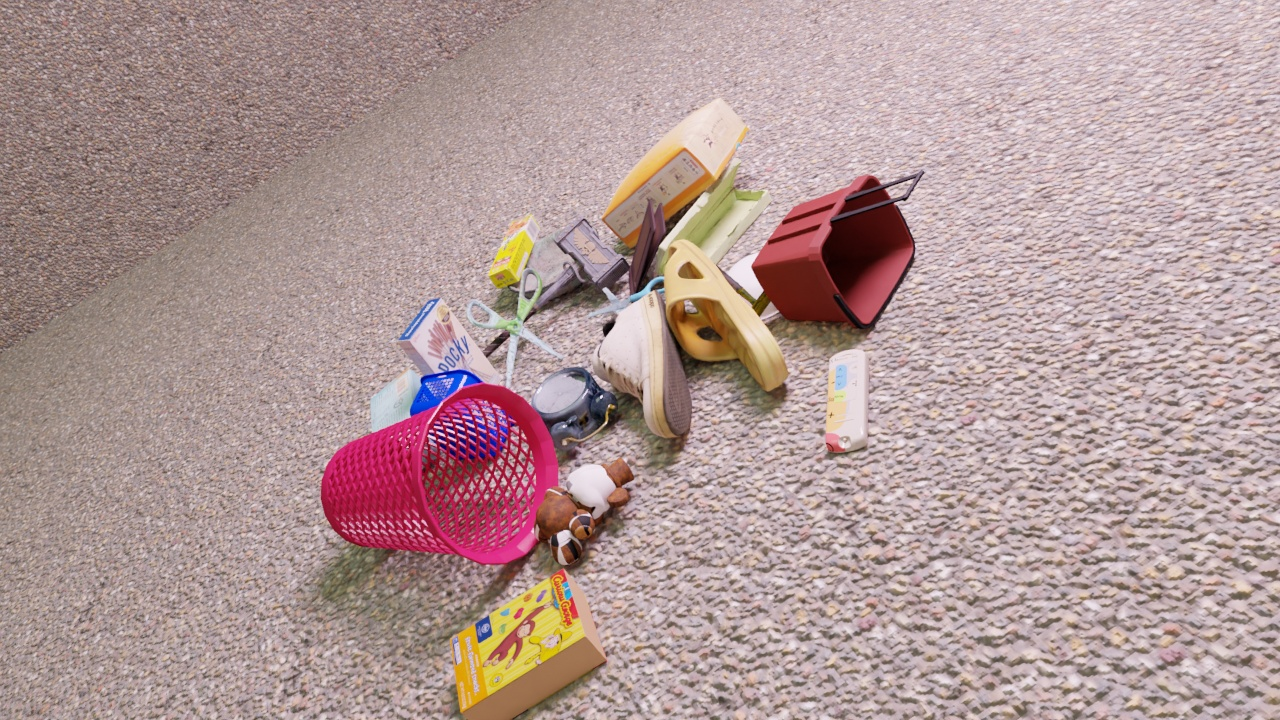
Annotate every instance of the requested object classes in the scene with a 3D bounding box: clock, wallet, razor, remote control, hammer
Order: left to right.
[{"bbox_3d":[-0.165,-0.056,1.273,0.322,0.044,0.098,-43,69,0],"label":"hammer"},{"bbox_3d":[-0.076,0.059,1.068,0.090,0.052,0.129,-38,38,-8],"label":"clock"},{"bbox_3d":[0.004,-0.148,1.236,0.091,0.018,0.116,-95,23,-53],"label":"wallet"},{"bbox_3d":[0.107,-0.089,1.065,0.106,0.026,0.042,45,112,30],"label":"razor"},{"bbox_3d":[0.201,0.038,0.891,0.038,0.018,0.125,-14,39,27],"label":"remote control"}]

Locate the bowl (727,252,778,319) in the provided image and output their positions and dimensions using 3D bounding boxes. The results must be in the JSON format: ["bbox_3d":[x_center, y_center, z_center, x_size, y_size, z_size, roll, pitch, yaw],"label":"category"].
[{"bbox_3d":[0.139,-0.098,1.098,0.110,0.040,0.109,-22,34,16],"label":"bowl"}]

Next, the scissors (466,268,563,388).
[{"bbox_3d":[-0.173,-0.044,1.246,0.169,0.023,0.171,5,74,15],"label":"scissors"}]

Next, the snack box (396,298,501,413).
[{"bbox_3d":[-0.245,0.001,1.191,0.026,0.150,0.081,-4,43,35],"label":"snack box"}]

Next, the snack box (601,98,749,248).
[{"bbox_3d":[0.043,-0.268,1.295,0.196,0.080,0.144,-33,19,45],"label":"snack box"}]

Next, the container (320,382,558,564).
[{"bbox_3d":[-0.234,0.134,1.003,0.226,0.183,0.182,-13,37,39],"label":"container"}]

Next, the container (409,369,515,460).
[{"bbox_3d":[-0.218,0.071,1.114,0.096,0.114,0.058,-10,45,31],"label":"container"}]

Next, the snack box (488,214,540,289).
[{"bbox_3d":[-0.192,-0.168,1.403,0.040,0.029,0.147,-17,36,23],"label":"snack box"}]

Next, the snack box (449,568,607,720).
[{"bbox_3d":[-0.104,0.262,0.831,0.126,0.040,0.088,-32,33,1],"label":"snack box"}]

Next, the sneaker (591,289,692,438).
[{"bbox_3d":[-0.006,0.006,1.038,0.102,0.089,0.241,-19,31,9],"label":"sneaker"}]

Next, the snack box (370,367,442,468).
[{"bbox_3d":[-0.314,0.085,1.220,0.075,0.053,0.174,-39,32,5],"label":"snack box"}]

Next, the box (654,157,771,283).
[{"bbox_3d":[0.092,-0.179,1.237,0.187,0.089,0.078,-52,18,-24],"label":"box"}]

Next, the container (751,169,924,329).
[{"bbox_3d":[0.232,-0.118,0.968,0.201,0.127,0.147,-4,42,52],"label":"container"}]

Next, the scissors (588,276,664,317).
[{"bbox_3d":[-0.010,-0.075,1.190,0.126,0.015,0.136,-44,47,6],"label":"scissors"}]

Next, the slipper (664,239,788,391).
[{"bbox_3d":[0.076,-0.043,1.027,0.078,0.099,0.263,-30,37,-5],"label":"slipper"}]

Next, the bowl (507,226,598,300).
[{"bbox_3d":[-0.124,-0.140,1.375,0.158,0.038,0.157,-22,34,16],"label":"bowl"}]

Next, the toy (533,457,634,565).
[{"bbox_3d":[-0.057,0.145,0.932,0.112,0.067,0.087,-32,32,-16],"label":"toy"}]
